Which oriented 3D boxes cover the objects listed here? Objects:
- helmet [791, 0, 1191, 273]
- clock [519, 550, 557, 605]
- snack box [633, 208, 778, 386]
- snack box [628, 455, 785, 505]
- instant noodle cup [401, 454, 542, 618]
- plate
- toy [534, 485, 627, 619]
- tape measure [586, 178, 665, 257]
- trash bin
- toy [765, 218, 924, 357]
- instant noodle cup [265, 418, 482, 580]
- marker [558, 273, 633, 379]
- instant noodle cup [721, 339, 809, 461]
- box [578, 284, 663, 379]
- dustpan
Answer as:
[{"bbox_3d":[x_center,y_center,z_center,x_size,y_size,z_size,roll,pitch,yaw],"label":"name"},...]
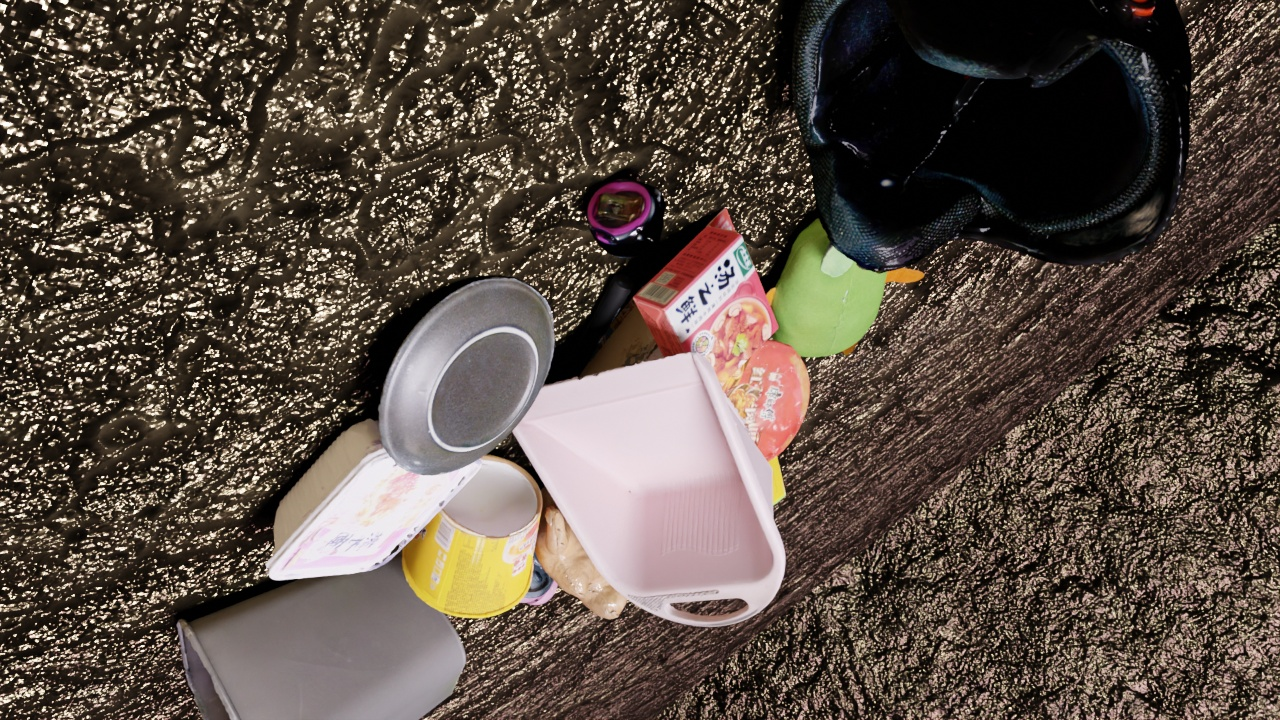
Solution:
[{"bbox_3d":[0.239,-0.190,0.621,0.229,0.275,0.234,-55,171,-21],"label":"helmet"},{"bbox_3d":[-0.146,0.227,1.052,0.060,0.117,0.158,-35,154,25],"label":"clock"},{"bbox_3d":[0.069,-0.050,0.815,0.127,0.044,0.113,-45,130,-19],"label":"snack box"},{"bbox_3d":[0.068,0.136,1.074,0.209,0.070,0.158,-30,116,-34],"label":"snack box"},{"bbox_3d":[-0.163,0.168,0.918,0.137,0.138,0.110,-14,139,-38],"label":"instant noodle cup"},{"bbox_3d":[-0.130,0.019,0.740,0.179,0.024,0.180,-35,142,-32],"label":"plate"},{"bbox_3d":[-0.076,0.195,1.003,0.082,0.143,0.226,-32,144,1],"label":"toy"},{"bbox_3d":[-0.012,-0.108,0.692,0.058,0.057,0.039,4,158,19],"label":"tape measure"},{"bbox_3d":[-0.316,0.317,0.927,0.219,0.199,0.199,-24,155,-36],"label":"trash bin"},{"bbox_3d":[0.199,-0.067,0.987,0.226,0.090,0.247,-14,147,-11],"label":"toy"},{"bbox_3d":[-0.240,0.116,0.806,0.174,0.060,0.137,-43,154,20],"label":"instant noodle cup"},{"bbox_3d":[-0.042,-0.028,0.843,0.022,0.020,0.132,14,134,-21],"label":"marker"},{"bbox_3d":[0.091,0.030,0.956,0.137,0.109,0.138,-11,112,-29],"label":"instant noodle cup"},{"bbox_3d":[-0.005,0.005,0.903,0.089,0.059,0.185,4,137,-51],"label":"box"},{"bbox_3d":[0.016,0.133,0.845,0.223,0.138,0.273,-15,139,33],"label":"dustpan"}]
